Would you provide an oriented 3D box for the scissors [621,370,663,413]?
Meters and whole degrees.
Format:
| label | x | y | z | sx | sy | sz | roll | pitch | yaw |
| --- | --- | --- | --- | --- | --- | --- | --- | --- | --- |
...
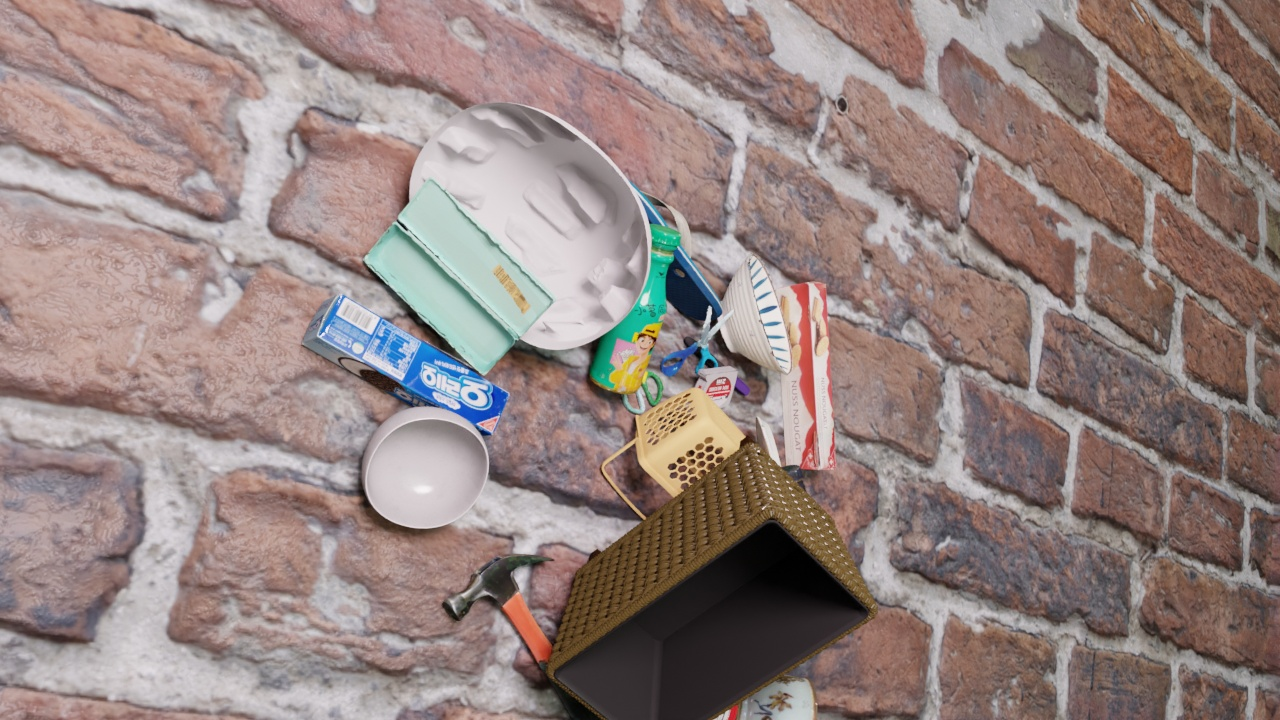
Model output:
| label | x | y | z | sx | sy | sz | roll | pitch | yaw |
| --- | --- | --- | --- | --- | --- | --- | --- | --- | --- |
| scissors | -0.014 | 0.009 | 1.208 | 0.070 | 0.014 | 0.130 | -34 | 106 | -32 |

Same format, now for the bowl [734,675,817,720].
| label | x | y | z | sx | sy | sz | roll | pitch | yaw |
| --- | --- | --- | --- | --- | --- | --- | --- | --- | --- |
| bowl | 0.164 | 0.491 | 1.225 | 0.094 | 0.160 | 0.159 | 16 | 75 | -2 |

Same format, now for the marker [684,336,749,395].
| label | x | y | z | sx | sy | sz | roll | pitch | yaw |
| --- | --- | --- | --- | --- | --- | --- | --- | --- | --- |
| marker | 0.108 | 0.009 | 1.290 | 0.015 | 0.018 | 0.134 | -45 | 116 | 11 |

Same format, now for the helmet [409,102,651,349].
| label | x | y | z | sx | sy | sz | roll | pitch | yaw |
| --- | --- | --- | --- | --- | --- | --- | --- | --- | --- |
| helmet | -0.121 | -0.155 | 1.029 | 0.282 | 0.183 | 0.224 | 34 | 106 | -23 |

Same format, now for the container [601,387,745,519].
| label | x | y | z | sx | sy | sz | roll | pitch | yaw |
| --- | --- | --- | --- | --- | --- | --- | --- | --- | --- |
| container | 0.061 | 0.150 | 1.190 | 0.167 | 0.129 | 0.183 | -38 | 113 | 13 |

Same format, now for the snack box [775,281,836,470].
| label | x | y | z | sx | sy | sz | roll | pitch | yaw |
| --- | --- | --- | --- | --- | --- | --- | --- | --- | --- |
| snack box | 0.242 | 0.024 | 1.349 | 0.044 | 0.077 | 0.273 | -1 | 87 | -33 |

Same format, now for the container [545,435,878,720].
| label | x | y | z | sx | sy | sz | roll | pitch | yaw |
| --- | --- | --- | --- | --- | --- | --- | --- | --- | --- |
| container | 0.072 | 0.253 | 1.048 | 0.176 | 0.322 | 0.204 | 44 | 20 | -18 |

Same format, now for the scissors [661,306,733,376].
| label | x | y | z | sx | sy | sz | roll | pitch | yaw |
| --- | --- | --- | --- | --- | --- | --- | --- | --- | --- |
| scissors | 0.074 | -0.022 | 1.228 | 0.104 | 0.015 | 0.134 | -8 | 135 | -20 |

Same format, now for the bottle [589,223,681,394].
| label | x | y | z | sx | sy | sz | roll | pitch | yaw |
| --- | --- | --- | --- | --- | --- | --- | --- | --- | --- |
| bottle | -0.002 | -0.064 | 1.131 | 0.068 | 0.068 | 0.210 | 5 | 113 | -35 |

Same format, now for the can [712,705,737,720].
| label | x | y | z | sx | sy | sz | roll | pitch | yaw |
| --- | --- | --- | --- | --- | --- | --- | --- | --- | --- |
| can | 0.052 | 0.435 | 1.180 | 0.142 | 0.075 | 0.074 | 27 | 71 | -31 |

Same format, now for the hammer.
| label | x | y | z | sx | sy | sz | roll | pitch | yaw |
| --- | --- | --- | --- | --- | --- | --- | --- | --- | --- |
| hammer | -0.100 | 0.376 | 1.108 | 0.132 | 0.033 | 0.333 | -39 | 109 | -32 |

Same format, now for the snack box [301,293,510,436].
| label | x | y | z | sx | sy | sz | roll | pitch | yaw |
| --- | --- | --- | --- | --- | --- | --- | --- | --- | --- |
| snack box | -0.254 | 0.010 | 1.011 | 0.226 | 0.060 | 0.059 | 33 | 64 | -29 |

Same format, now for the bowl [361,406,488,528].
| label | x | y | z | sx | sy | sz | roll | pitch | yaw |
| --- | --- | --- | --- | --- | --- | --- | --- | --- | --- |
| bowl | -0.236 | 0.110 | 0.999 | 0.131 | 0.064 | 0.132 | -8 | 112 | -20 |

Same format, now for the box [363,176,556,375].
| label | x | y | z | sx | sy | sz | roll | pitch | yaw |
| --- | --- | --- | --- | --- | --- | --- | --- | --- | --- |
| box | -0.195 | -0.089 | 0.994 | 0.186 | 0.136 | 0.033 | 45 | 22 | -6 |

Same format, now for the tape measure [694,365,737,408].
| label | x | y | z | sx | sy | sz | roll | pitch | yaw |
| --- | --- | --- | --- | --- | --- | --- | --- | --- | --- |
| tape measure | 0.101 | 0.038 | 1.269 | 0.060 | 0.020 | 0.062 | -6 | 117 | -38 |

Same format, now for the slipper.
| label | x | y | z | sx | sy | sz | roll | pitch | yaw |
| --- | --- | --- | --- | --- | --- | --- | --- | --- | --- |
| slipper | 0.019 | -0.165 | 1.185 | 0.295 | 0.118 | 0.060 | 48 | 69 | -28 |

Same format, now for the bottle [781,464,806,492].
| label | x | y | z | sx | sy | sz | roll | pitch | yaw |
| --- | --- | --- | --- | --- | --- | --- | --- | --- | --- |
| bottle | 0.233 | 0.232 | 1.336 | 0.056 | 0.056 | 0.161 | -21 | 98 | -35 |

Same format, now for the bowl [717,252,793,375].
| label | x | y | z | sx | sy | sz | roll | pitch | yaw |
| --- | --- | --- | --- | --- | --- | --- | --- | --- | --- |
| bowl | 0.151 | -0.055 | 1.276 | 0.177 | 0.071 | 0.177 | -17 | 90 | -71 |

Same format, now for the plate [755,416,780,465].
| label | x | y | z | sx | sy | sz | roll | pitch | yaw |
| --- | --- | --- | --- | --- | --- | --- | --- | --- | --- |
| plate | 0.181 | 0.153 | 1.259 | 0.014 | 0.157 | 0.157 | -12 | 93 | 2 |
